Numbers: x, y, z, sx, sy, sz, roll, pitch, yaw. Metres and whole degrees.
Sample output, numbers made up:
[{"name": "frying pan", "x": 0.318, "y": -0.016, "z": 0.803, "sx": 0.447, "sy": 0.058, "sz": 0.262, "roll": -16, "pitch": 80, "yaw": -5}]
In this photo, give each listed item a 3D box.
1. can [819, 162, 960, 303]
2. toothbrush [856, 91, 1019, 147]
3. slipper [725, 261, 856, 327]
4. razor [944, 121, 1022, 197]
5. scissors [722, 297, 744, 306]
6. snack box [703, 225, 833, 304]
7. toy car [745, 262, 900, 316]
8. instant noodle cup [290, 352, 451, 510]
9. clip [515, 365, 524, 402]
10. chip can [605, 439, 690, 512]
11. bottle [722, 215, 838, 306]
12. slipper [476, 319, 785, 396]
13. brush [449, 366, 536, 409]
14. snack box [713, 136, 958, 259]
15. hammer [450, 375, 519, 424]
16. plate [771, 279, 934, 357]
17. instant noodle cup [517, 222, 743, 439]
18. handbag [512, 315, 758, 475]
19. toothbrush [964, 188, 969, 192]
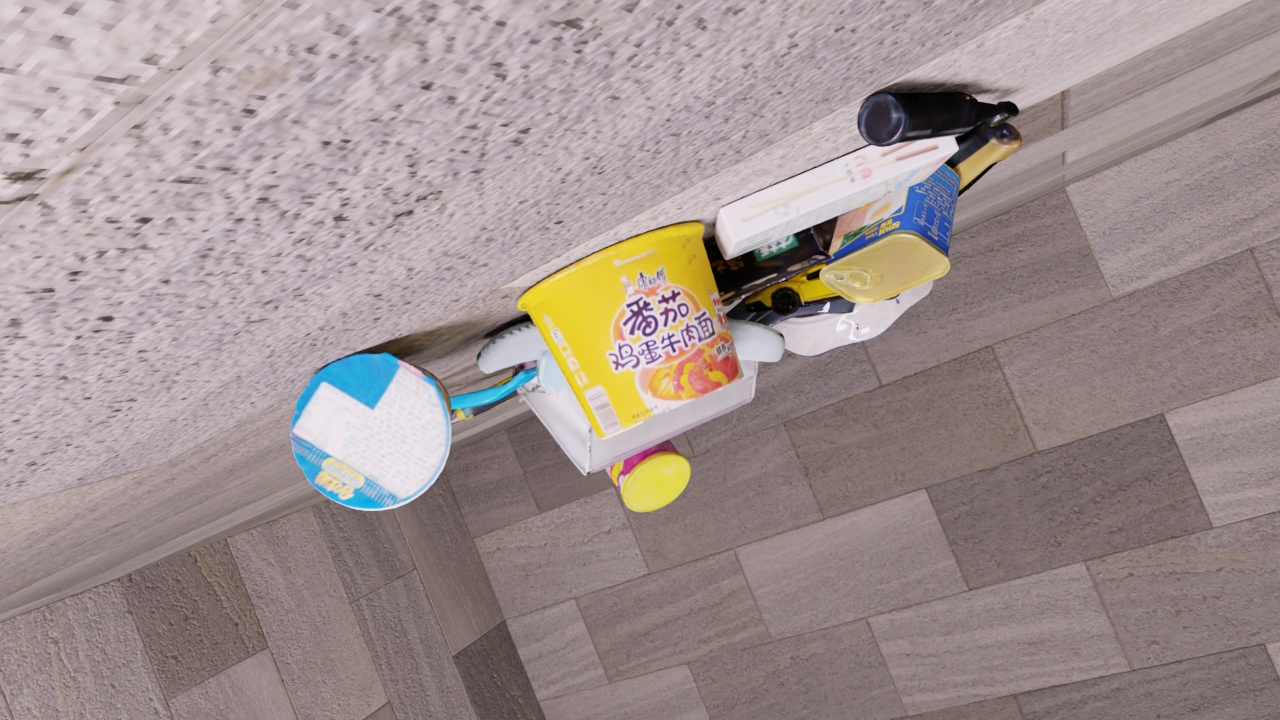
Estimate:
[{"name": "can", "x": 0.195, "y": -0.102, "z": 0.713, "sx": 0.102, "sy": 0.057, "sz": 0.083, "roll": -25, "pitch": -139, "yaw": 56}, {"name": "toothbrush", "x": 0.179, "y": -0.140, "z": 0.525, "sx": 0.212, "sy": 0.026, "sz": 0.027, "roll": -21, "pitch": 164, "yaw": -50}, {"name": "slipper", "x": 0.186, "y": -0.073, "z": 0.970, "sx": 0.269, "sy": 0.083, "sz": 0.110, "roll": -39, "pitch": 171, "yaw": 25}, {"name": "razor", "x": 0.246, "y": -0.141, "z": 0.748, "sx": 0.062, "sy": 0.067, "sz": 0.168, "roll": -31, "pitch": 175, "yaw": -24}, {"name": "scissors", "x": 0.107, "y": -0.073, "z": 1.014, "sx": 0.141, "sy": 0.021, "sz": 0.235, "roll": -31, "pitch": 169, "yaw": -16}, {"name": "snack box", "x": 0.084, "y": -0.076, "z": 0.737, "sx": 0.113, "sy": 0.053, "sz": 0.125, "roll": -23, "pitch": 177, "yaw": 1}, {"name": "toy car", "x": 0.167, "y": -0.066, "z": 0.806, "sx": 0.156, "sy": 0.041, "sz": 0.071, "roll": -10, "pitch": -176, "yaw": 12}, {"name": "instant noodle cup", "x": -0.169, "y": 0.041, "z": 0.619, "sx": 0.099, "sy": 0.099, "sz": 0.110, "roll": -23, "pitch": -175, "yaw": -2}, {"name": "clip", "x": -0.110, "y": 0.006, "z": 0.952, "sx": 0.034, "sy": 0.071, "sz": 0.100, "roll": -23, "pitch": 172, "yaw": -34}, {"name": "chip can", "x": -0.030, "y": 0.058, "z": 0.931, "sx": 0.071, "sy": 0.210, "sz": 0.071, "roll": -17, "pitch": 132, "yaw": -21}, {"name": "bottle", "x": 0.158, "y": -0.108, "z": 0.859, "sx": 0.195, "sy": 0.044, "sz": 0.080, "roll": -24, "pitch": 179, "yaw": 3}, {"name": "slipper", "x": -0.006, "y": 0.001, "z": 0.738, "sx": 0.245, "sy": 0.074, "sz": 0.104, "roll": -1, "pitch": -177, "yaw": -3}, {"name": "brush", "x": -0.189, "y": 0.044, "z": 0.873, "sx": 0.255, "sy": 0.046, "sz": 0.083, "roll": -17, "pitch": 180, "yaw": 37}, {"name": "snack box", "x": 0.127, "y": -0.113, "z": 0.623, "sx": 0.157, "sy": 0.027, "sz": 0.084, "roll": -23, "pitch": 177, "yaw": 2}, {"name": "hammer", "x": -0.188, "y": 0.049, "z": 1.031, "sx": 0.323, "sy": 0.032, "sz": 0.126, "roll": -27, "pitch": -162, "yaw": -11}, {"name": "plate", "x": 0.237, "y": -0.088, "z": 1.068, "sx": 0.205, "sy": 0.045, "sz": 0.204, "roll": -28, "pitch": -154, "yaw": 15}, {"name": "instant noodle cup", "x": 0.001, "y": -0.016, "z": 0.623, "sx": 0.138, "sy": 0.110, "sz": 0.138, "roll": -24, "pitch": 178, "yaw": -1}, {"name": "handbag", "x": -0.005, "y": 0.005, "z": 0.869, "sx": 0.196, "sy": 0.099, "sz": 0.145, "roll": -21, "pitch": -142, "yaw": -31}, {"name": "toothbrush", "x": 0.323, "y": -0.185, "z": 0.950, "sx": 0.016, "sy": 0.018, "sz": 0.191, "roll": -26, "pitch": 176, "yaw": 27}]
